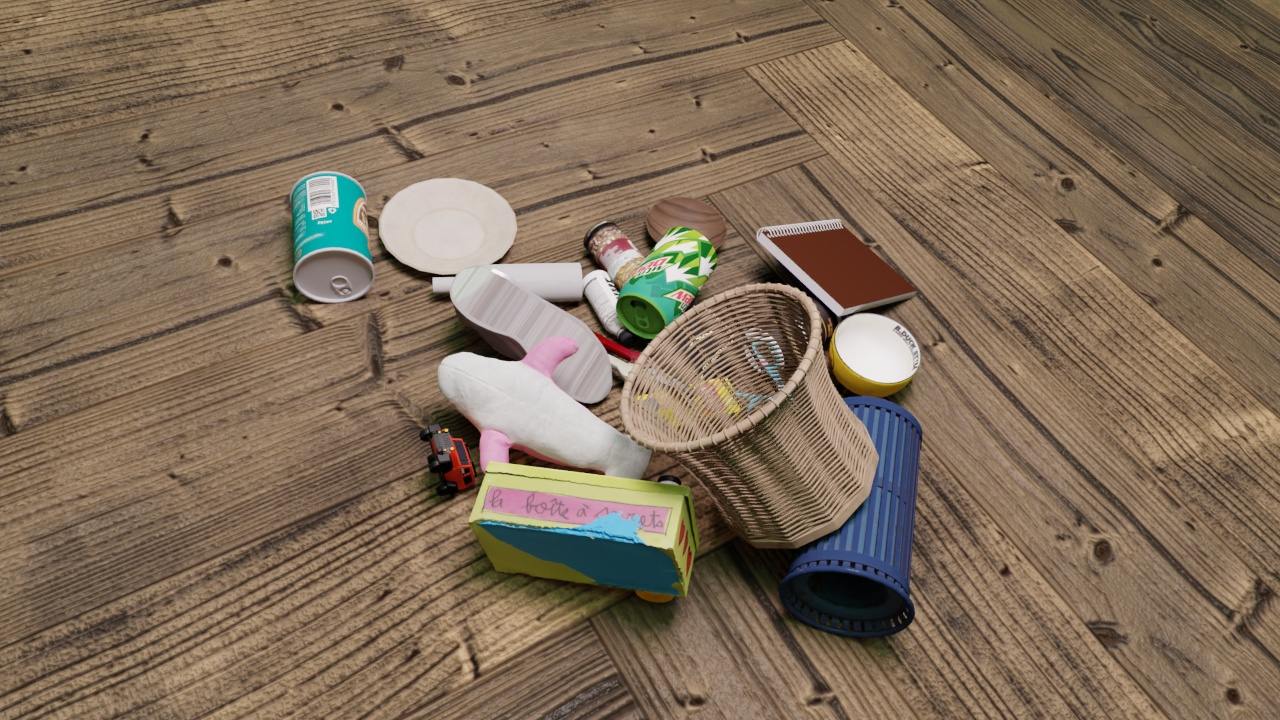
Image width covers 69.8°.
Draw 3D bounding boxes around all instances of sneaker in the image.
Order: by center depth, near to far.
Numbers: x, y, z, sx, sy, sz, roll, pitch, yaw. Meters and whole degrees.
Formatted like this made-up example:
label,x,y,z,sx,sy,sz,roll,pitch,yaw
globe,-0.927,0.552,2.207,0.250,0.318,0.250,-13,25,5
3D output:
label,x,y,z,sx,sy,sz,roll,pitch,yaw
sneaker,-0.138,-0.030,1.163,0.236,0.089,0.099,39,81,-8

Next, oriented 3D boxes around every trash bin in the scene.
label,x,y,z,sx,sy,sz,roll,pitch,yaw
trash bin,0.246,0.166,1.038,0.139,0.140,0.248,17,51,4

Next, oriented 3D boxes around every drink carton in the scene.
label,x,y,z,sx,sy,sz,roll,pitch,yaw
drink carton,0.056,0.064,1.144,0.134,0.043,0.058,-12,55,-18

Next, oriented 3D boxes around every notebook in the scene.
label,x,y,z,sx,sy,sz,roll,pitch,yaw
notebook,0.278,-0.137,1.299,0.208,0.022,0.171,-14,54,-46

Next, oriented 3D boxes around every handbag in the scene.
label,x,y,z,sx,sy,sz,roll,pitch,yaw
handbag,0.078,-0.019,1.212,0.079,0.054,0.128,-36,68,-18

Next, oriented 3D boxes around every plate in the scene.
label,x,y,z,sx,sy,sz,roll,pitch,yaw
plate,-0.269,-0.184,1.291,0.188,0.027,0.188,4,52,-6

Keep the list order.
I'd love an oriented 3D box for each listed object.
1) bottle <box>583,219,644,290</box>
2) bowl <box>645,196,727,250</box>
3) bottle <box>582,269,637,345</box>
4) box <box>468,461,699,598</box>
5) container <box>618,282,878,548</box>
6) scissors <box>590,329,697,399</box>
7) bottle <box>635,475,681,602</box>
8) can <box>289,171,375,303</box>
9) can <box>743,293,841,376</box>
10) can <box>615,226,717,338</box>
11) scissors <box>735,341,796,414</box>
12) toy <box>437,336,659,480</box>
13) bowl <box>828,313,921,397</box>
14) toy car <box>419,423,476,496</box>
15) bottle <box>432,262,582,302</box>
label,x,y,z,sx,sy,sz,roll,pitch,yaw
bottle,-0.029,-0.142,1.278,0.056,0.056,0.105,-25,61,-25
bowl,0.065,-0.187,1.343,0.119,0.032,0.119,4,52,-6
bottle,-0.039,-0.068,1.230,0.041,0.041,0.116,-18,58,-21
box,-0.054,0.177,0.960,0.221,0.124,0.079,2,52,15
container,0.124,0.065,0.971,0.227,0.196,0.226,-26,33,18
scissors,-0.005,0.003,1.169,0.189,0.015,0.139,2,42,8
bottle,0.025,0.197,1.036,0.043,0.043,0.143,11,52,-1
can,-0.406,-0.162,1.206,0.099,0.099,0.143,-7,54,-14
can,0.202,-0.035,1.224,0.128,0.072,0.072,-31,63,-28
can,0.034,-0.102,1.200,0.083,0.083,0.143,28,55,12
scissors,0.160,0.045,1.150,0.015,0.118,0.139,19,33,-49
toy,-0.112,0.069,1.072,0.265,0.128,0.186,26,77,6
bowl,0.303,0.002,1.214,0.117,0.068,0.117,4,52,-6
toy car,-0.214,0.111,1.028,0.048,0.100,0.051,-17,60,-13
bottle,-0.178,-0.103,1.227,0.195,0.053,0.052,-2,53,-11
